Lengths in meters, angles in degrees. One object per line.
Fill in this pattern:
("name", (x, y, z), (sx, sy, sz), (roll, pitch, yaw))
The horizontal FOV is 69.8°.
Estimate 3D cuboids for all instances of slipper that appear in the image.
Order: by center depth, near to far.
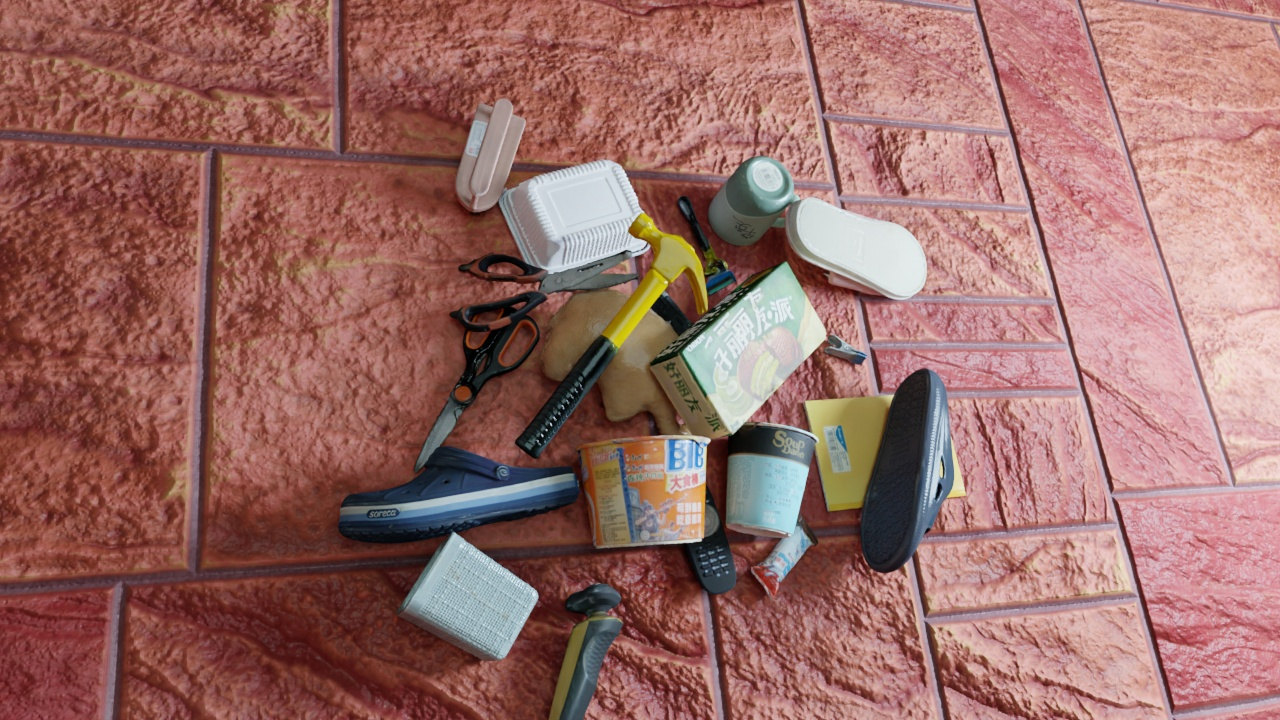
("slipper", (-0.188, 0.132, 0.963), (0.252, 0.105, 0.095), (-6, 73, -20))
("slipper", (0.346, 0.138, 1.125), (0.083, 0.111, 0.267), (24, 64, -13))
("slipper", (0.287, -0.147, 1.233), (0.274, 0.055, 0.114), (11, 75, -36))

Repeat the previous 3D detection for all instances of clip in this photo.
("clip", (0.271, -0.013, 1.216), (0.057, 0.024, 0.028), (25, 61, -1))

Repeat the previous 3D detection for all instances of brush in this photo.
("brush", (-0.188, -0.247, 1.125), (0.063, 0.073, 0.145), (18, 67, -12))

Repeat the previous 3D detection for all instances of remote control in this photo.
("remote control", (0.073, 0.205, 1.067), (0.053, 0.024, 0.136), (-11, 73, -20))

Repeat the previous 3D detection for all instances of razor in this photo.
("razor", (-0.065, 0.318, 0.969), (0.068, 0.062, 0.167), (11, 70, 19))
("razor", (0.082, -0.155, 1.207), (0.043, 0.022, 0.142), (-29, 73, 19))

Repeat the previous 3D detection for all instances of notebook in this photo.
("notebook", (0.318, 0.114, 1.189), (0.206, 0.010, 0.145), (-3, 72, -19))

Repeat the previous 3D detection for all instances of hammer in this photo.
("hammer", (-0.036, -0.018, 1.027), (0.129, 0.033, 0.300), (39, 79, -5))

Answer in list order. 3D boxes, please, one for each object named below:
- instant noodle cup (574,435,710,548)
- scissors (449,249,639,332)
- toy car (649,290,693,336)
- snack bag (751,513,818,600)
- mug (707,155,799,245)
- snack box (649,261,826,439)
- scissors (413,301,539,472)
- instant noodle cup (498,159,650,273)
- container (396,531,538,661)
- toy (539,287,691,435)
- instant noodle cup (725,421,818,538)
("instant noodle cup", (0.006, 0.146, 1.005), (0.151, 0.152, 0.111), (0, 79, -18))
("scissors", (-0.118, -0.095, 1.077), (0.214, 0.015, 0.196), (30, 68, 24))
("toy car", (0.032, -0.049, 1.140), (0.049, 0.031, 0.105), (-40, 89, 2))
("snack bag", (0.172, 0.232, 1.088), (0.104, 0.026, 0.048), (-40, 100, -25))
("mug", (0.159, -0.207, 1.203), (0.111, 0.107, 0.082), (14, 66, -14))
("snack box", (0.123, -0.014, 1.103), (0.239, 0.063, 0.114), (-39, 103, -39))
("scissors", (-0.209, 0.024, 1.050), (0.234, 0.022, 0.125), (-41, 77, -21))
("instant noodle cup", (-0.075, -0.186, 1.146), (0.173, 0.060, 0.138), (-19, 77, -25))
("container", (-0.175, 0.247, 0.936), (0.111, 0.090, 0.089), (34, 64, -7))
("toy", (-0.007, 0.006, 1.089), (0.226, 0.082, 0.143), (35, 83, -5))
("instant noodle cup", (0.145, 0.143, 1.075), (0.111, 0.111, 0.120), (14, 74, -13))
